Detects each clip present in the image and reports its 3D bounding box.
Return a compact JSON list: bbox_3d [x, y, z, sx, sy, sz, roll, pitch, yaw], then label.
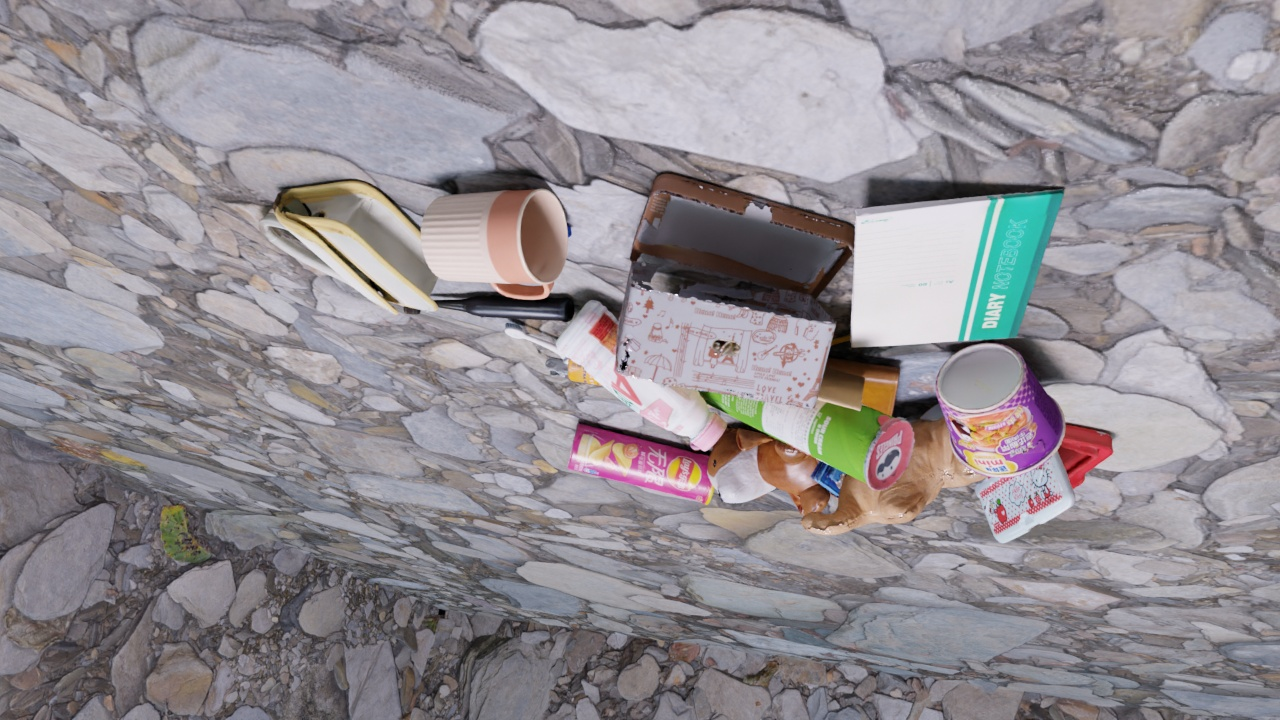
[{"bbox_3d":[-0.089,0.011,1.129,0.057,0.024,0.028,12,153,18],"label":"clip"}]

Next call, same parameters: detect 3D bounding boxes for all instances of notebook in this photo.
[{"bbox_3d":[0.115,0.005,0.900,0.208,0.008,0.147,16,-168,12],"label":"notebook"},{"bbox_3d":[0.253,-0.069,0.766,0.150,0.012,0.209,-4,151,10],"label":"notebook"}]

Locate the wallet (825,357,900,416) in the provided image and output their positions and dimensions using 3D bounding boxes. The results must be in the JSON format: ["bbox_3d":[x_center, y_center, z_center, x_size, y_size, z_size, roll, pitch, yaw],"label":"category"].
[{"bbox_3d":[0.214,0.034,1.010,0.131,0.035,0.119,8,155,14],"label":"wallet"}]

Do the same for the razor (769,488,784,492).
[{"bbox_3d":[0.211,0.160,1.274,0.168,0.062,0.067,-1,-177,17],"label":"razor"}]

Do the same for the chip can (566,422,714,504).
[{"bbox_3d":[0.003,0.147,1.316,0.210,0.071,0.071,14,156,-2],"label":"chip can"}]

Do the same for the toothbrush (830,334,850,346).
[{"bbox_3d":[0.232,-0.026,0.892,0.016,0.018,0.192,27,152,-32],"label":"toothbrush"}]

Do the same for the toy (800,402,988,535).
[{"bbox_3d":[0.280,0.128,1.007,0.226,0.143,0.082,-32,97,10],"label":"toy"}]

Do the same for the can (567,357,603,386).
[{"bbox_3d":[-0.006,0.006,1.032,0.146,0.058,0.058,10,156,8],"label":"can"}]

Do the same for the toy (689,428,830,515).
[{"bbox_3d":[0.155,0.140,1.174,0.200,0.130,0.140,-2,118,51],"label":"toy"}]

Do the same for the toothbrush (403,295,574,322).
[{"bbox_3d":[-0.174,-0.059,1.015,0.213,0.027,0.026,3,-168,22],"label":"toothbrush"}]

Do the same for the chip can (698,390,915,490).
[{"bbox_3d":[0.157,0.051,0.925,0.236,0.072,0.072,26,170,45],"label":"chip can"}]

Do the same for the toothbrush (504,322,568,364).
[{"bbox_3d":[-0.061,0.003,1.090,0.221,0.026,0.027,23,116,-22],"label":"toothbrush"}]

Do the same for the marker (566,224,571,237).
[{"bbox_3d":[-0.116,-0.106,0.897,0.017,0.016,0.146,30,151,-32],"label":"marker"}]

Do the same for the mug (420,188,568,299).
[{"bbox_3d":[-0.125,-0.100,0.829,0.106,0.081,0.115,3,142,25],"label":"mug"}]

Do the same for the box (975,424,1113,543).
[{"bbox_3d":[0.461,0.153,1.067,0.095,0.099,0.202,12,156,4],"label":"box"}]

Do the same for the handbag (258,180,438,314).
[{"bbox_3d":[-0.304,-0.109,0.940,0.179,0.063,0.163,3,153,28],"label":"handbag"}]

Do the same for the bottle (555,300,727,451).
[{"bbox_3d":[0.004,0.020,0.970,0.197,0.068,0.068,39,152,-4],"label":"bottle"}]

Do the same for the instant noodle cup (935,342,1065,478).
[{"bbox_3d":[0.341,0.043,0.890,0.112,0.111,0.099,-6,142,36],"label":"instant noodle cup"}]

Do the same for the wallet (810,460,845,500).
[{"bbox_3d":[0.269,0.125,1.104,0.133,0.106,0.040,35,174,-39],"label":"wallet"}]

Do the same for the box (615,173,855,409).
[{"bbox_3d":[0.081,-0.070,0.795,0.182,0.168,0.150,10,-162,-4],"label":"box"}]
